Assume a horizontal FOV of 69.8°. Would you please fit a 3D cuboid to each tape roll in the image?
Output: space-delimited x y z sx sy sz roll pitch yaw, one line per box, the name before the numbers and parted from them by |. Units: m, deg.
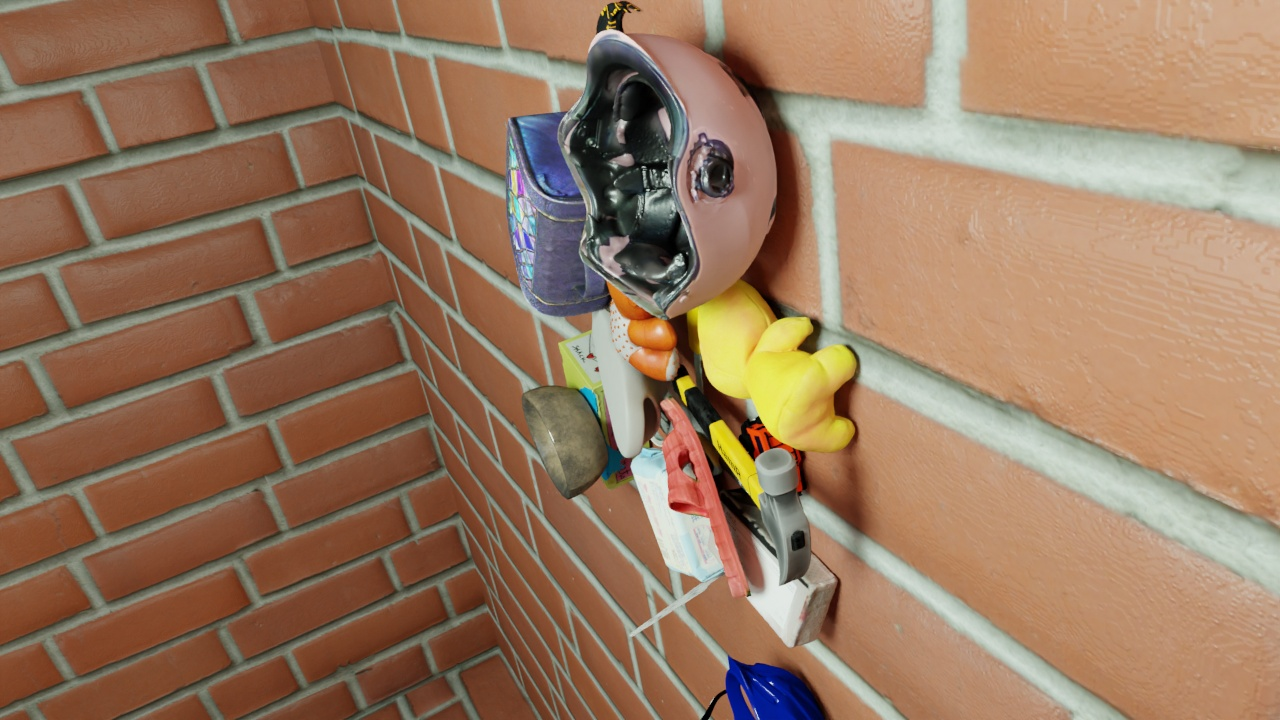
tape roll | 0.028 0.068 1.219 0.093 0.013 0.093 176 90 -66

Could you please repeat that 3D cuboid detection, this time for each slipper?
slipper | 0.060 0.158 1.053 0.103 0.059 0.248 71 179 -70
slipper | -0.007 0.007 1.168 0.265 0.080 0.113 -109 20 -48

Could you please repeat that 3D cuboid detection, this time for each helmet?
helmet | 0.123 0.485 1.122 0.148 0.227 0.241 -159 52 -75
helmet | 0.034 -0.173 0.830 0.230 0.152 0.255 30 134 62

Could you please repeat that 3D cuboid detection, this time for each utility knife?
utility knife | 0.062 -0.042 1.065 0.030 0.019 0.219 -134 35 -55

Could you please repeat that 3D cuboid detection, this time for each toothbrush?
toothbrush | 0.061 0.298 1.158 0.010 0.181 0.010 59 155 8

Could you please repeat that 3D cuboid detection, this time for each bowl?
bowl | -0.102 0.107 1.285 0.162 0.070 0.162 56 160 32

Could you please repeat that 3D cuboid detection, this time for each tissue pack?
tissue pack | 0.152 0.236 1.061 0.181 0.071 0.104 41 131 46
tissue pack | 0.054 0.192 1.185 0.112 0.069 0.182 -5 105 69

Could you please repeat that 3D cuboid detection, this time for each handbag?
handbag | -0.086 -0.172 1.114 0.205 0.125 0.221 104 151 -55

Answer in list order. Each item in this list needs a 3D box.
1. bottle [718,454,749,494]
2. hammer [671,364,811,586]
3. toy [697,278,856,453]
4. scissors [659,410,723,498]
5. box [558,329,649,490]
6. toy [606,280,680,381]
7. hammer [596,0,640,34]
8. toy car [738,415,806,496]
bottle | 0.133 0.141 1.048 0.113 0.030 0.030 44 148 46
hammer | 0.094 0.095 0.963 0.324 0.034 0.170 -124 17 -57
toy | 0.120 0.011 0.889 0.194 0.087 0.135 46 153 44
scissors | 0.051 0.115 1.238 0.228 0.016 0.134 42 147 51
box | -0.048 0.071 1.335 0.124 0.082 0.221 51 158 44
toy | 0.007 -0.078 1.040 0.173 0.093 0.163 84 180 -50
hammer | 0.021 -0.231 0.972 0.320 0.036 0.123 67 158 10
toy car | 0.142 0.104 0.963 0.049 0.051 0.100 -3 106 70
